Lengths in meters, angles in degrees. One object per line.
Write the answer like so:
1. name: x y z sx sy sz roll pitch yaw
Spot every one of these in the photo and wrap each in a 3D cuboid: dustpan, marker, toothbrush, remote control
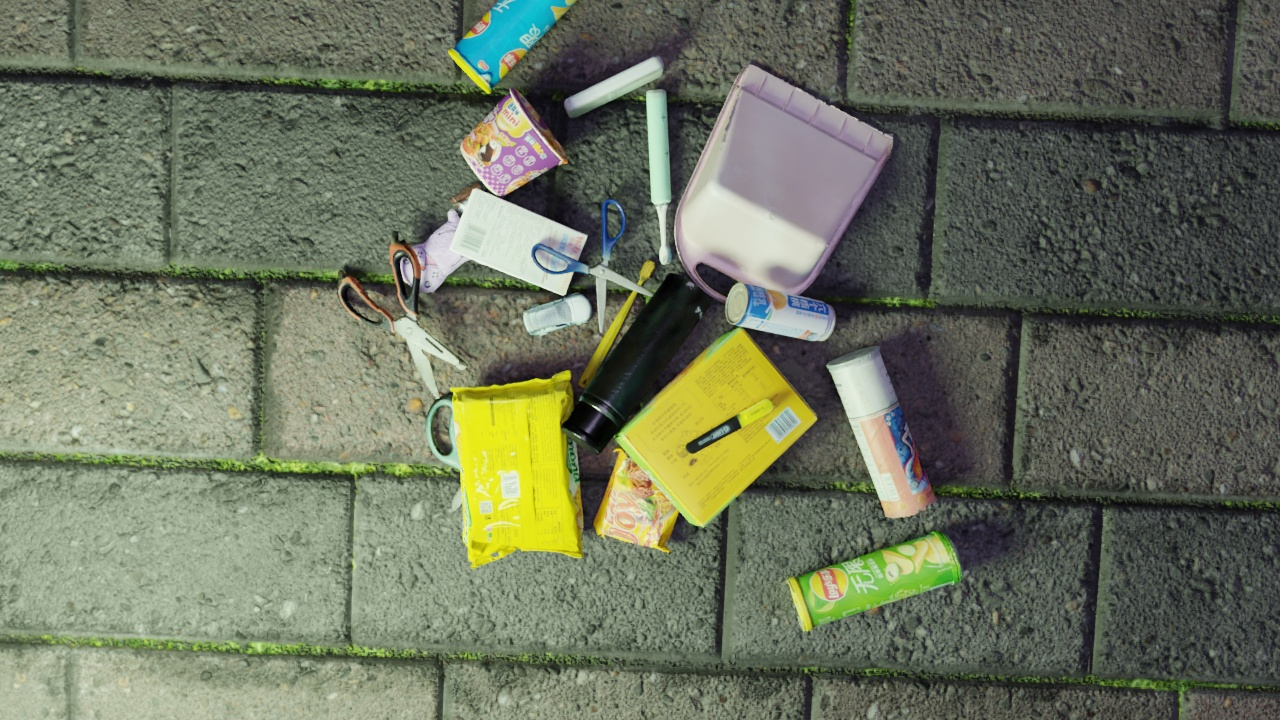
1. dustpan: 0.166 -0.213 1.198 0.222 0.139 0.272 30 65 -1
2. marker: 0.109 0.081 1.121 0.124 0.015 0.018 -28 85 -11
3. toothbrush: -0.031 -0.047 1.201 0.015 0.016 0.190 29 93 -3
4. toothbrush: 0.026 -0.236 1.186 0.026 0.027 0.224 -1 94 35
5. remote control: -0.034 -0.347 1.164 0.136 0.056 0.020 -25 95 2

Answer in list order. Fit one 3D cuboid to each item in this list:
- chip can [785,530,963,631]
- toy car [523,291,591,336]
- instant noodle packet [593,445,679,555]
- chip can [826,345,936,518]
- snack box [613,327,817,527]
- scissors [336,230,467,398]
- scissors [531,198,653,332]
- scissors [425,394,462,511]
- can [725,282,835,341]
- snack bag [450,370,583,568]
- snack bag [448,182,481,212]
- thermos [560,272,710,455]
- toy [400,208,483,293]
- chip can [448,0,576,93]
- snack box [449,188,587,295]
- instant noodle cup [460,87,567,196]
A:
1. chip can: 0.306 0.286 1.196 0.221 0.072 0.072 -18 93 1
2. toy car: -0.108 -0.060 1.193 0.090 0.034 0.043 -16 90 -1
3. instant noodle packet: 0.003 0.183 1.203 0.111 0.044 0.128 16 93 1
4. chip can: 0.311 0.093 1.185 0.071 0.071 0.214 -21 94 1
5. snack box: 0.094 0.083 1.162 0.209 0.070 0.157 -42 93 -12
6. scissors: -0.305 -0.058 1.168 0.189 0.015 0.226 -1 93 21
7. scissors: -0.059 -0.122 1.173 0.162 0.012 0.173 2 91 -12
8. scissors: -0.198 0.115 1.211 0.181 0.019 0.170 -18 92 0
9. can: 0.178 -0.060 1.163 0.134 0.053 0.053 10 93 -23
10. snack bag: -0.157 0.139 1.172 0.158 0.068 0.246 -4 97 -4
11. snack bag: -0.200 -0.179 1.189 0.048 0.026 0.104 -34 94 -12
12. thermos: -0.007 0.007 1.159 0.068 0.090 0.242 34 78 11
13. toy: -0.259 -0.131 1.184 0.108 0.039 0.084 -36 91 1
14. chip can: -0.143 -0.435 1.150 0.071 0.071 0.210 45 92 -3
15. snack box: -0.155 -0.150 1.171 0.156 0.027 0.084 21 90 -16
16. instant noodle cup: -0.163 -0.266 1.147 0.099 0.111 0.111 -35 93 8
